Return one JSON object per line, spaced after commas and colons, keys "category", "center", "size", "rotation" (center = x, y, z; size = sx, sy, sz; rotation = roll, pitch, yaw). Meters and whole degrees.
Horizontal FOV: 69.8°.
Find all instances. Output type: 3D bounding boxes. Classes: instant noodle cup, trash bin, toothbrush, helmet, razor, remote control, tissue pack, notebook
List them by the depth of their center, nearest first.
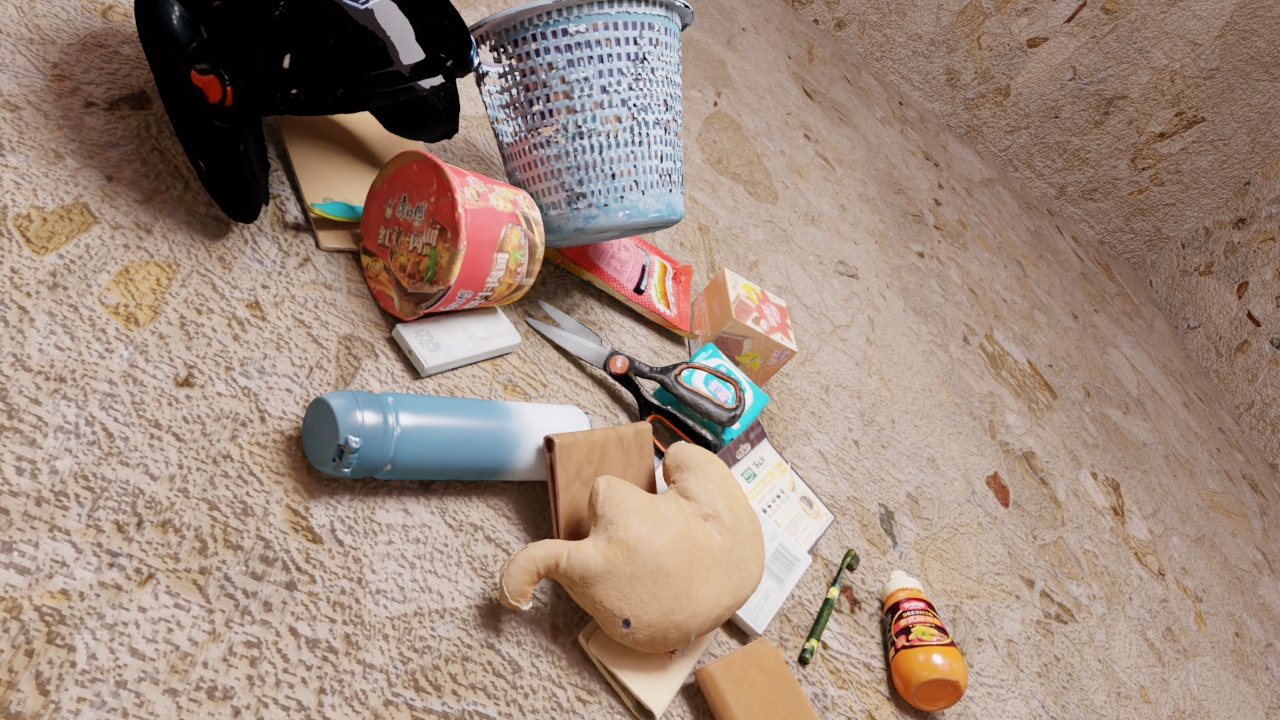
{"category": "helmet", "center": [-0.264, -0.251, 0.729], "size": [0.232, 0.275, 0.230], "rotation": [-41, 121, -40]}
{"category": "instant noodle cup", "center": [-0.158, -0.106, 0.790], "size": [0.108, 0.138, 0.138], "rotation": [-2, 52, -50]}
{"category": "remote control", "center": [-0.156, -0.021, 0.796], "size": [0.049, 0.024, 0.124], "rotation": [50, 34, 13]}
{"category": "razor", "center": [-0.239, -0.139, 0.814], "size": [0.043, 0.028, 0.132], "rotation": [29, 31, 23]}
{"category": "trash bin", "center": [-0.048, -0.212, 0.862], "size": [0.226, 0.227, 0.195], "rotation": [-14, 97, -53]}
{"category": "notebook", "center": [-0.259, -0.182, 0.868], "size": [0.147, 0.008, 0.207], "rotation": [-4, 56, -41]}
{"category": "toothbrush", "center": [0.182, 0.231, 0.872], "size": [0.017, 0.012, 0.185], "rotation": [54, 32, -2]}
{"category": "tissue pack", "center": [0.074, 0.039, 0.945], "size": [0.093, 0.050, 0.133], "rotation": [44, 32, 4]}

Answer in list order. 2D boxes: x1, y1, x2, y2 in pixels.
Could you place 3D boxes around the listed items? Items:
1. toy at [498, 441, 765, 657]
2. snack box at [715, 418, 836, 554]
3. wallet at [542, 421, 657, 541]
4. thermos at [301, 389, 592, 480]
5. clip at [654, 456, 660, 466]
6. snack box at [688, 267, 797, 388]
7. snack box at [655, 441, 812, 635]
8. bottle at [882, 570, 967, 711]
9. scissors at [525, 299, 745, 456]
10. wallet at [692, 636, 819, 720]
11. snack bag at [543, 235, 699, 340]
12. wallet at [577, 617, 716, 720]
{"category": "toy", "center": [0.006, 0.149, 0.680], "size": [0.225, 0.083, 0.143], "rotation": [-19, 71, -43]}
{"category": "snack box", "center": [0.118, 0.134, 0.878], "size": [0.125, 0.053, 0.113], "rotation": [48, 33, 9]}
{"category": "wallet", "center": [-0.028, 0.109, 0.723], "size": [0.101, 0.020, 0.115], "rotation": [-6, 88, -41]}
{"category": "thermos", "center": [-0.138, 0.057, 0.687], "size": [0.220, 0.070, 0.070], "rotation": [8, 46, -41]}
{"category": "clip", "center": [0.010, 0.100, 0.836], "size": [0.024, 0.026, 0.056], "rotation": [42, 22, -3]}
{"category": "snack box", "center": [0.114, -0.035, 1.049], "size": [0.094, 0.077, 0.092], "rotation": [26, 35, -24]}
{"category": "snack box", "center": [0.064, 0.152, 0.787], "size": [0.157, 0.027, 0.084], "rotation": [42, 67, 0]}
{"category": "bottle", "center": [0.265, 0.261, 0.885], "size": [0.066, 0.067, 0.149], "rotation": [30, 27, -18]}
{"category": "scissors", "center": [-0.016, 0.025, 0.874], "size": [0.234, 0.161, 0.022], "rotation": [9, -5, 2]}
{"category": "wallet", "center": [0.103, 0.283, 0.705], "size": [0.107, 0.031, 0.131], "rotation": [-2, 57, -53]}
{"category": "snack bag", "center": [-0.019, -0.110, 1.016], "size": [0.207, 0.073, 0.128], "rotation": [30, 36, -27]}
{"category": "wallet", "center": [0.006, 0.209, 0.701], "size": [0.087, 0.024, 0.114], "rotation": [45, 34, 6]}
